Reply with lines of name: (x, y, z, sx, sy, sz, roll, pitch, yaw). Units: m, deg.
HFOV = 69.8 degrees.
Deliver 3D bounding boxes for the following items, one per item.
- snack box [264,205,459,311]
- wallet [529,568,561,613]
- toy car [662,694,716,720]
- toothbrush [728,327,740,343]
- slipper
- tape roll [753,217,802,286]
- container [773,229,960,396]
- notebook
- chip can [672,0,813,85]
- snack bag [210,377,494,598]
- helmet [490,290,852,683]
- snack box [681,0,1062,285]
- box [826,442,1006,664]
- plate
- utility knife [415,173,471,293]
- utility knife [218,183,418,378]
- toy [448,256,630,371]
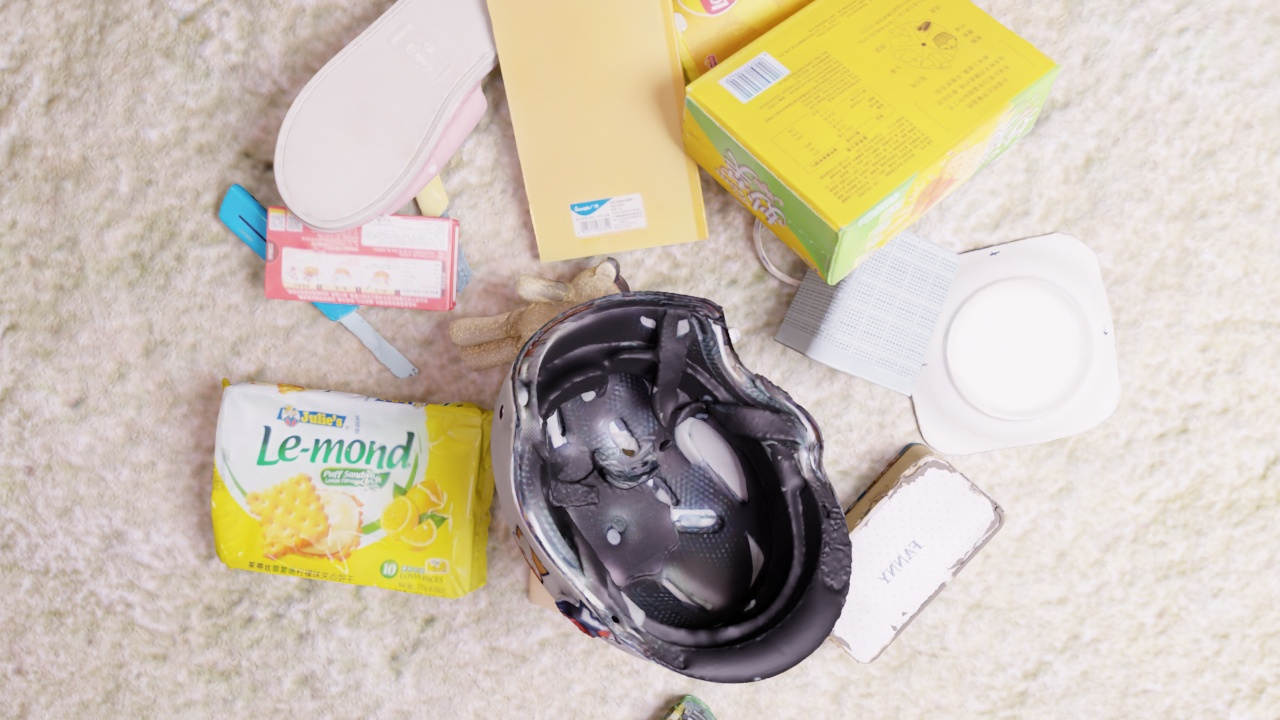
snack box: (-0.226, -0.083, 0.746, 0.153, 0.025, 0.075, 4, 97, 2)
wallet: (-0.056, 0.154, 0.756, 0.087, 0.024, 0.115, 8, 96, 35)
toy car: (0.026, 0.324, 0.775, 0.043, 0.036, 0.091, 39, 96, -1)
toothbrush: (-0.004, 0.004, 0.757, 0.180, 0.016, 0.016, -17, 88, 7)
slipper: (-0.181, -0.215, 0.725, 0.114, 0.054, 0.274, 38, 83, -7)
tape roll: (0.134, -0.103, 0.736, 0.086, 0.014, 0.086, 0, 95, 5)
container: (0.171, -0.045, 0.692, 0.090, 0.090, 0.111, 19, 97, -15)
notebook: (-0.033, -0.184, 0.697, 0.146, 0.010, 0.206, -5, 105, 21)
chip can: (0.112, -0.292, 0.692, 0.213, 0.072, 0.072, -31, 92, 6)
snack bag: (-0.234, 0.102, 0.760, 0.246, 0.068, 0.158, 7, 97, 4)
helmet: (0.004, 0.096, 0.651, 0.229, 0.157, 0.274, -35, 88, -34)
snack box: (0.157, -0.174, 0.641, 0.209, 0.070, 0.157, -37, 68, -15)
box: (0.197, 0.158, 0.734, 0.090, 0.062, 0.184, 43, 99, 0)
plate: (0.293, -0.009, 0.722, 0.164, 0.034, 0.164, -13, 95, 6)
utility knife: (-0.184, -0.158, 0.755, 0.031, 0.022, 0.216, -22, 87, 8)
utility knife: (-0.270, -0.062, 0.773, 0.218, 0.018, 0.034, 44, 97, -2)
toy: (-0.080, -0.033, 0.743, 0.157, 0.066, 0.105, -18, 126, 10)
